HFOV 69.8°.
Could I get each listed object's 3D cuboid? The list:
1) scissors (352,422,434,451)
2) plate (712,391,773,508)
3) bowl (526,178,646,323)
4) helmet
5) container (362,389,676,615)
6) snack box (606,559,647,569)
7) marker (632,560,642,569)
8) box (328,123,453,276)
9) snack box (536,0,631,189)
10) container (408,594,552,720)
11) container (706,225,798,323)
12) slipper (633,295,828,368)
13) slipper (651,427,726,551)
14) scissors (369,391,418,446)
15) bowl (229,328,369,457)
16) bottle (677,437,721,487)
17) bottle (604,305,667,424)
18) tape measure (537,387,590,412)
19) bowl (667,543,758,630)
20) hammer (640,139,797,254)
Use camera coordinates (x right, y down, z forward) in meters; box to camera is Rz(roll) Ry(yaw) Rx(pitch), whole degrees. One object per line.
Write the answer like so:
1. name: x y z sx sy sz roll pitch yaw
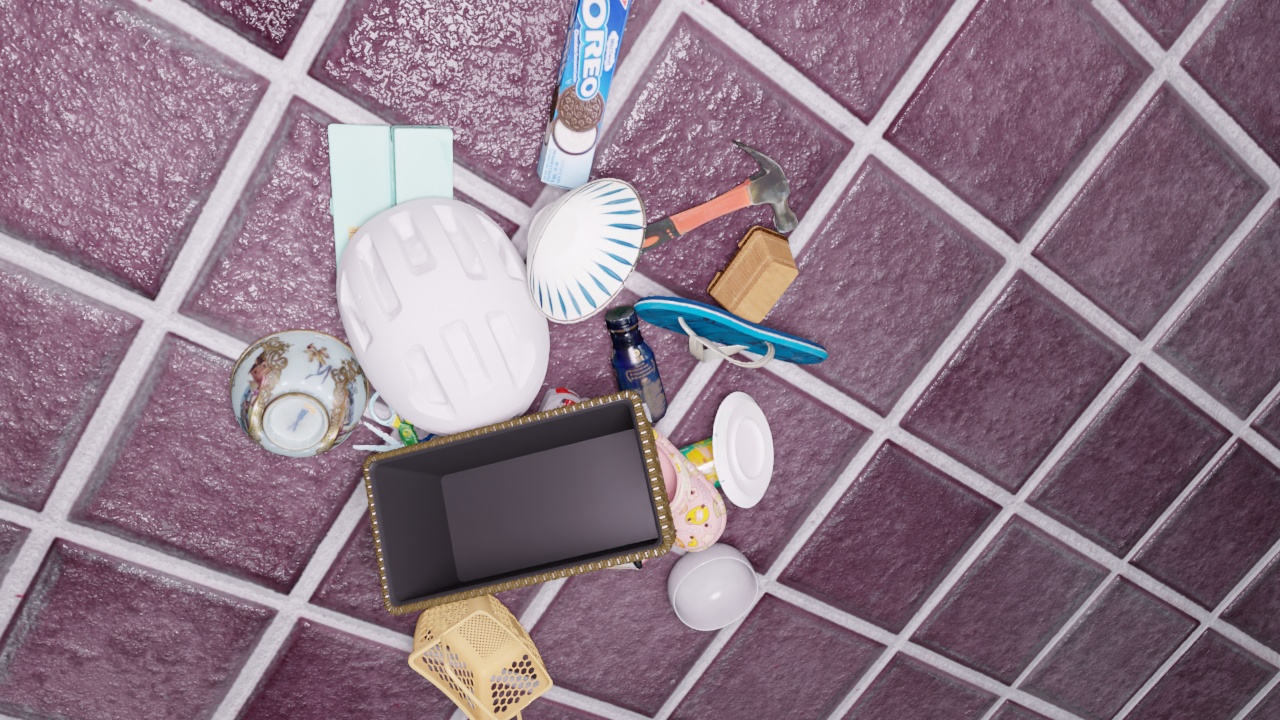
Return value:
1. scissors: -0.297 0.105 1.176 0.133 0.015 0.104 39 101 -21
2. plate: 0.143 0.120 1.242 0.014 0.156 0.157 -9 126 35
3. bowl: -0.080 -0.136 1.054 0.176 0.071 0.178 -33 141 -32
4. helmet: -0.219 -0.046 1.055 0.224 0.184 0.282 -22 104 -17
5. container: -0.121 0.169 1.075 0.321 0.205 0.176 -14 78 8
6. snack box: -0.121 0.254 1.262 0.272 0.044 0.077 5 148 -17
7. marker: -0.025 0.223 1.238 0.018 0.015 0.134 -11 106 36
8. box: -0.281 -0.173 1.043 0.136 0.033 0.187 -6 115 -19
9. snack box: -0.064 -0.306 1.023 0.059 0.059 0.227 10 111 -16
10. container: -0.214 0.419 1.256 0.129 0.167 0.183 -33 118 1
11. container: 0.145 -0.103 1.156 0.063 0.061 0.114 14 125 -35
12. slipper: 0.113 -0.020 1.175 0.294 0.118 0.060 15 82 -29
13. slipper: 0.039 0.169 1.187 0.093 0.081 0.197 -37 99 5
14. scissors: -0.300 0.092 1.155 0.070 0.014 0.130 -12 106 -10
15. bowl: -0.399 0.052 1.073 0.159 0.094 0.160 -6 116 -14
16. bottle: 0.027 0.168 1.263 0.210 0.068 0.068 -21 118 2
17. bottle: -0.007 0.007 1.185 0.056 0.056 0.161 -19 118 -7
18. tape measure: -0.102 0.068 1.207 0.062 0.020 0.060 25 105 -24
19. bowl: 0.102 0.328 1.361 0.131 0.064 0.132 -6 116 -13
20. hammer: 0.028 -0.160 1.134 0.333 0.033 0.133 -25 120 -3
